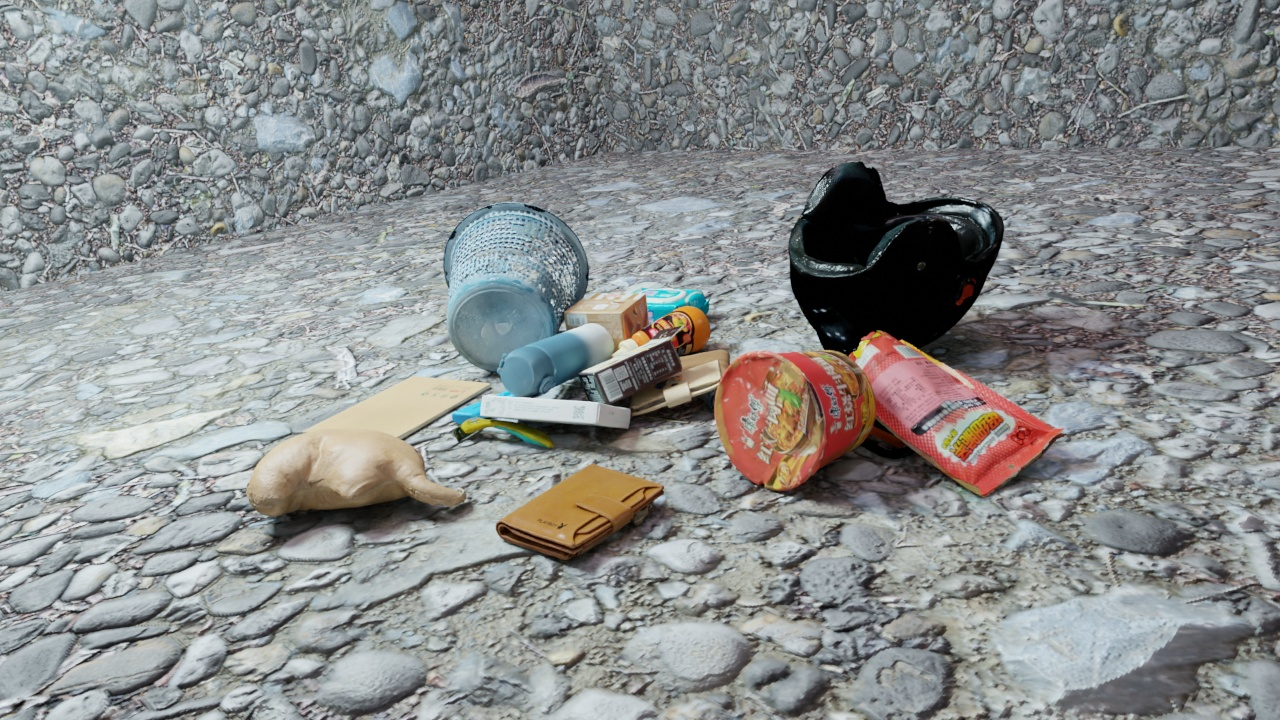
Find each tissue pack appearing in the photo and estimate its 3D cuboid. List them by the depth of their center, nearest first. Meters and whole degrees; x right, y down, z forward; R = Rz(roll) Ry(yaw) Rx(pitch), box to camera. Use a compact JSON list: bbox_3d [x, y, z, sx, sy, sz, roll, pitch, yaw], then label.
[{"bbox_3d":[0.036,-0.081,1.445,0.134,0.050,0.093,4,21,28],"label":"tissue pack"}]

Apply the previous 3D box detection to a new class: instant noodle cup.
[{"bbox_3d":[0.158,0.051,0.919,0.108,0.138,0.138,-12,18,-40],"label":"instant noodle cup"}]

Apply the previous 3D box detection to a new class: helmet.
[{"bbox_3d":[0.327,-0.122,1.193,0.274,0.230,0.233,-11,34,-10],"label":"helmet"}]

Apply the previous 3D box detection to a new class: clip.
[{"bbox_3d":[0.083,0.041,1.121,0.026,0.024,0.056,-4,15,-1],"label":"clip"}]

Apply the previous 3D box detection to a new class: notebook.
[{"bbox_3d":[-0.318,0.063,1.216,0.148,0.008,0.207,4,22,30],"label":"notebook"}]

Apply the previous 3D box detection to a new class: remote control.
[{"bbox_3d":[-0.008,-0.110,1.583,0.049,0.024,0.124,6,23,33],"label":"remote control"}]

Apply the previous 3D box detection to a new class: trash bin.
[{"bbox_3d":[-0.194,-0.090,1.349,0.226,0.227,0.194,-5,32,4],"label":"trash bin"}]

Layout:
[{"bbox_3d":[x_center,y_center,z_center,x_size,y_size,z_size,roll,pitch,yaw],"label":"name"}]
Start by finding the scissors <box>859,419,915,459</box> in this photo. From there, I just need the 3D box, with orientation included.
[{"bbox_3d":[0.205,0.050,0.997,0.234,0.022,0.160,10,29,15],"label":"scissors"}]

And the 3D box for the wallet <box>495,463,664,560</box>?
[{"bbox_3d":[-0.055,0.142,0.871,0.108,0.031,0.131,9,26,41],"label":"wallet"}]

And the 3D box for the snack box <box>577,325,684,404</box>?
[{"bbox_3d":[-0.007,0.007,1.129,0.125,0.053,0.113,-23,4,-12],"label":"snack box"}]

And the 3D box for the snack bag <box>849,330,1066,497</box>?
[{"bbox_3d":[0.299,0.048,0.921,0.128,0.073,0.208,-25,43,-23],"label":"snack bag"}]

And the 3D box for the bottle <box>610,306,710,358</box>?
[{"bbox_3d":[0.024,-0.025,1.282,0.149,0.067,0.067,-23,24,-23],"label":"bottle"}]

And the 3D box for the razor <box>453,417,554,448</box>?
[{"bbox_3d":[-0.157,0.085,1.077,0.133,0.028,0.043,7,20,31],"label":"razor"}]

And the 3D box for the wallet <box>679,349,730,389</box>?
[{"bbox_3d":[0.061,0.017,1.206,0.115,0.020,0.101,-7,20,8],"label":"wallet"}]

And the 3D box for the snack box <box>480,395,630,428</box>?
[{"bbox_3d":[-0.099,0.060,1.073,0.157,0.027,0.084,3,-6,25],"label":"snack box"}]

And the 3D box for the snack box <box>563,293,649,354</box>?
[{"bbox_3d":[-0.046,-0.049,1.339,0.093,0.077,0.094,2,22,23],"label":"snack box"}]

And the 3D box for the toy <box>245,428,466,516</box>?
[{"bbox_3d":[-0.289,0.117,0.957,0.226,0.083,0.143,-2,24,4],"label":"toy"}]

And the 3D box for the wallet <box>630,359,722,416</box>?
[{"bbox_3d":[0.043,0.034,1.112,0.115,0.024,0.087,-18,17,8],"label":"wallet"}]

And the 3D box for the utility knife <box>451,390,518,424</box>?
[{"bbox_3d":[-0.160,0.043,1.208,0.034,0.018,0.202,9,23,39],"label":"utility knife"}]

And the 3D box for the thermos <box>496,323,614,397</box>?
[{"bbox_3d":[-0.106,0.000,1.191,0.070,0.070,0.220,1,12,22],"label":"thermos"}]
